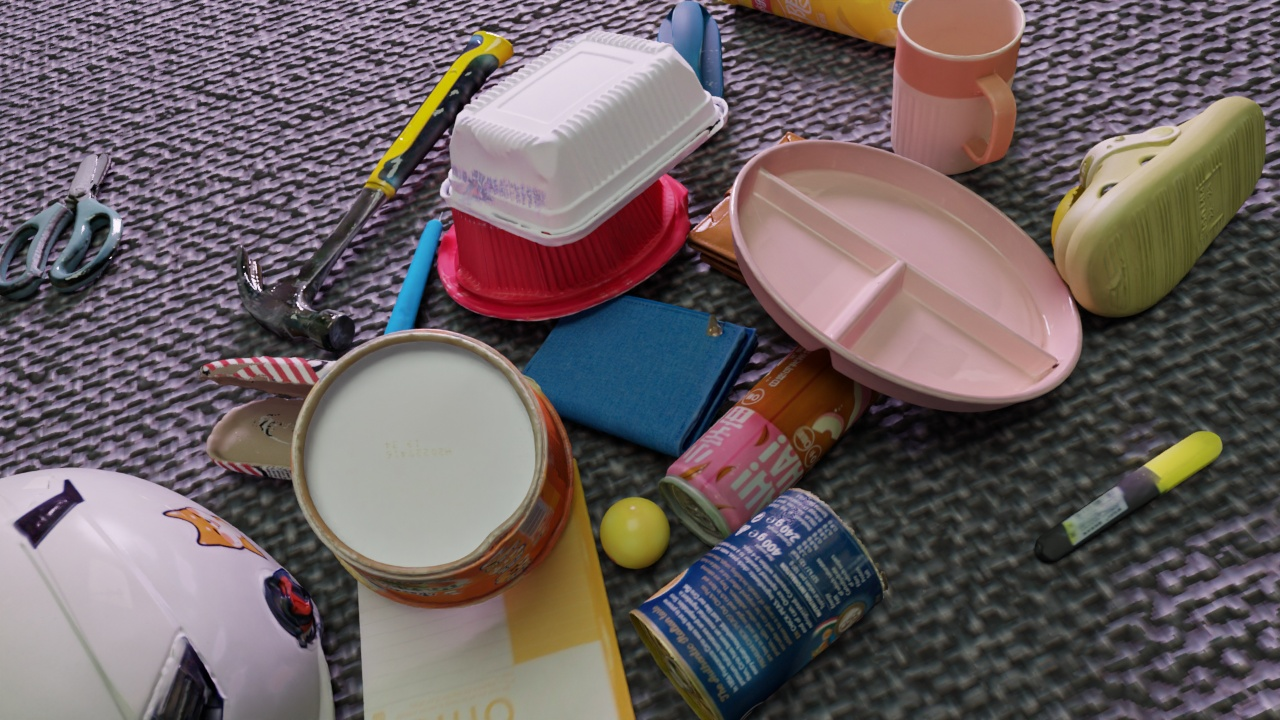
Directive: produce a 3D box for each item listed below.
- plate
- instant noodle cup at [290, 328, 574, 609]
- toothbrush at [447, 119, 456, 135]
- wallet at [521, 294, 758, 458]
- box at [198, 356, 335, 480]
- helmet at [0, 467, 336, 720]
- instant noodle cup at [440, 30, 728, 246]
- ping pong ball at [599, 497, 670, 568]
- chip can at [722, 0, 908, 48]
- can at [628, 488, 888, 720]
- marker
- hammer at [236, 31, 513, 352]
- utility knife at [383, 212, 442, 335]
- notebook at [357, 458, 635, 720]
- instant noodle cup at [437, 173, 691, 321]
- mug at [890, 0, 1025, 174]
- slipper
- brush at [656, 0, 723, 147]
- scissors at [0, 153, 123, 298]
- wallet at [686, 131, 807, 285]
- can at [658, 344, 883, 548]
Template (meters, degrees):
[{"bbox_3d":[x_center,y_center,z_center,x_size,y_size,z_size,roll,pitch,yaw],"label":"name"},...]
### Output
[{"bbox_3d":[0.160,-0.057,0.566,0.229,0.028,0.229,10,46,-11],"label":"plate"},{"bbox_3d":[-0.109,0.055,0.484,0.151,0.111,0.151,1,76,-5],"label":"instant noodle cup"},{"bbox_3d":[-0.079,-0.180,0.760,0.192,0.016,0.018,14,68,20],"label":"toothbrush"},{"bbox_3d":[-0.004,0.003,0.594,0.133,0.040,0.106,16,59,30],"label":"wallet"},{"bbox_3d":[-0.205,0.045,0.593,0.163,0.076,0.087,2,83,9],"label":"box"},{"bbox_3d":[-0.296,0.159,0.461,0.229,0.157,0.274,-39,57,-17],"label":"helmet"},{"bbox_3d":[-0.042,-0.157,0.603,0.138,0.060,0.173,25,58,37],"label":"instant noodle cup"},{"bbox_3d":[-0.003,0.098,0.524,0.040,0.040,0.040,-5,53,7],"label":"ping pong ball"},{"bbox_3d":[0.170,-0.314,0.778,0.213,0.072,0.071,28,63,26],"label":"chip can"},{"bbox_3d":[0.060,0.126,0.470,0.111,0.075,0.075,-35,56,-16],"label":"can"},{"bbox_3d":[0.269,0.076,0.507,0.124,0.015,0.018,-30,53,-8],"label":"marker"},{"bbox_3d":[-0.204,-0.152,0.740,0.126,0.032,0.322,18,63,23],"label":"hammer"},{"bbox_3d":[-0.167,-0.051,0.672,0.018,0.034,0.159,22,51,-19],"label":"utility knife"},{"bbox_3d":[-0.086,0.159,0.513,0.146,0.010,0.206,-15,53,-1],"label":"notebook"},{"bbox_3d":[-0.063,-0.115,0.657,0.194,0.066,0.193,-9,42,8],"label":"instant noodle cup"},{"bbox_3d":[0.228,-0.187,0.649,0.081,0.106,0.114,-18,53,-3],"label":"mug"},{"bbox_3d":[0.325,-0.102,0.594,0.190,0.092,0.082,-37,32,-18],"label":"slipper"},{"bbox_3d":[0.040,-0.244,0.748,0.055,0.074,0.143,-1,53,4],"label":"brush"},{"bbox_3d":[-0.472,-0.123,0.790,0.130,0.019,0.184,8,57,16],"label":"scissors"},{"bbox_3d":[0.112,-0.103,0.658,0.108,0.031,0.131,32,64,27],"label":"wallet"},{"bbox_3d":[0.080,0.042,0.539,0.147,0.058,0.058,-42,57,-19],"label":"can"}]
